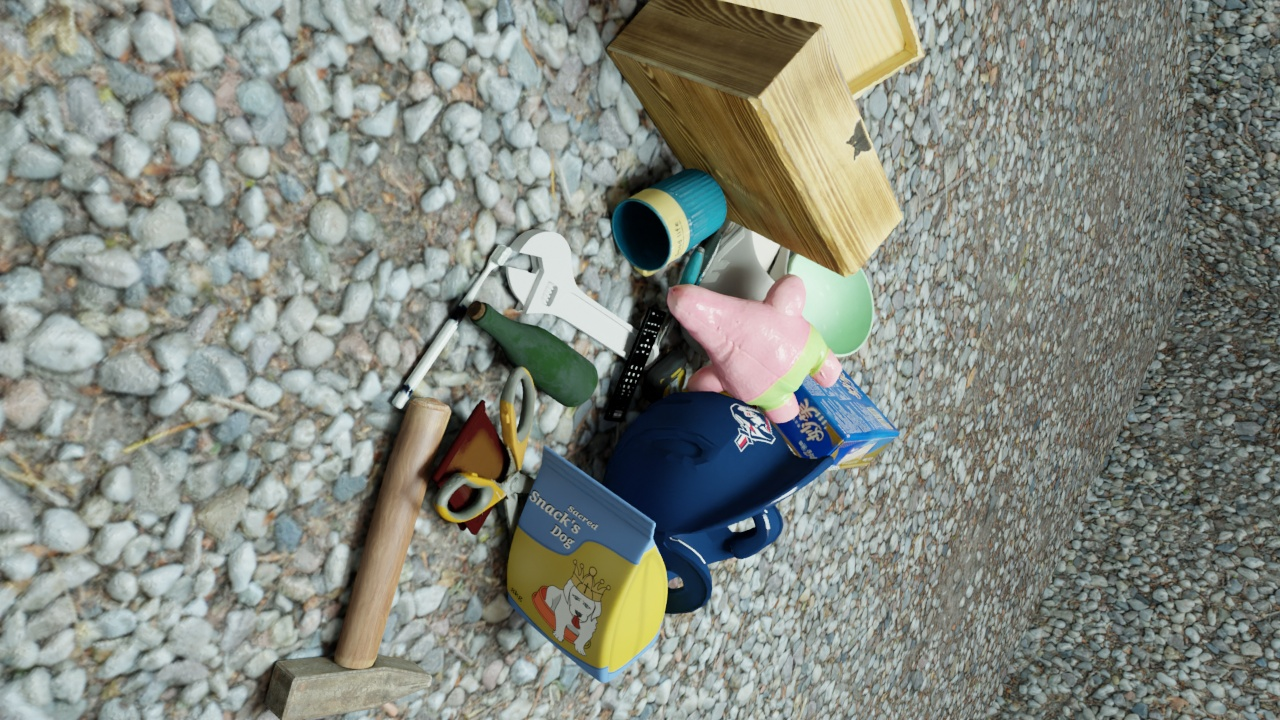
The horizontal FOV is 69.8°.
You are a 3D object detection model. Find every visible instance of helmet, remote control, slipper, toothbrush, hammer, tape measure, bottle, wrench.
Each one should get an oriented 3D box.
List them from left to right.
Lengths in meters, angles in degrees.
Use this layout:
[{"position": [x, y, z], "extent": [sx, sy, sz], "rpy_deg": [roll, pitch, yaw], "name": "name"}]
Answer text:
[{"position": [-0.232, 0.180, 0.858], "extent": [0.157, 0.037, 0.301], "rpy_deg": [14, 93, -50], "name": "hammer"}, {"position": [-0.175, -0.034, 0.860], "extent": [0.012, 0.017, 0.186], "rpy_deg": [42, 71, -33], "name": "toothbrush"}, {"position": [-0.110, -0.011, 0.913], "extent": [0.174, 0.055, 0.055], "rpy_deg": [40, 73, -48], "name": "bottle"}, {"position": [-0.052, -0.058, 0.996], "extent": [0.273, 0.018, 0.086], "rpy_deg": [31, 80, -51], "name": "wrench"}, {"position": [-0.006, 0.006, 1.057], "extent": [0.030, 0.009, 0.140], "rpy_deg": [12, 103, -52], "name": "remote control"}, {"position": [0.030, 0.026, 1.098], "extent": [0.061, 0.034, 0.061], "rpy_deg": [-40, 147, -36], "name": "tape measure"}, {"position": [0.083, 0.140, 1.034], "extent": [0.231, 0.273, 0.223], "rpy_deg": [-18, 92, -59], "name": "helmet"}, {"position": [0.141, -0.127, 1.127], "extent": [0.113, 0.081, 0.265], "rpy_deg": [35, 76, -34], "name": "slipper"}]

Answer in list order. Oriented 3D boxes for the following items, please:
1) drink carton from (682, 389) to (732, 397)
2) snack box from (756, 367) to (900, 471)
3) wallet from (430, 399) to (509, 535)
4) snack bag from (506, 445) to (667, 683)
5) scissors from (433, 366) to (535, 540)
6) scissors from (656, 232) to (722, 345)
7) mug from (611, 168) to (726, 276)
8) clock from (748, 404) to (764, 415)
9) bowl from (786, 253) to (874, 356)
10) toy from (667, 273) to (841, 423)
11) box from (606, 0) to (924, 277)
[{"position": [0.086, 0.098, 1.178], "extent": [0.040, 0.059, 0.123], "rpy_deg": [-19, 117, -44], "name": "drink carton"}, {"position": [0.219, 0.045, 1.198], "extent": [0.154, 0.202, 0.069], "rpy_deg": [1, 134, -50], "name": "snack box"}, {"position": [-0.160, 0.106, 0.892], "extent": [0.116, 0.018, 0.091], "rpy_deg": [79, 34, -53], "name": "wallet"}, {"position": [-0.053, 0.205, 0.951], "extent": [0.102, 0.159, 0.206], "rpy_deg": [-28, 136, -41], "name": "snack bag"}, {"position": [-0.140, 0.119, 0.910], "extent": [0.215, 0.016, 0.226], "rpy_deg": [-46, 146, -50], "name": "scissors"}, {"position": [0.055, -0.087, 1.059], "extent": [0.154, 0.019, 0.124], "rpy_deg": [-60, 172, -6], "name": "scissors"}, {"position": [0.029, -0.147, 1.017], "extent": [0.107, 0.083, 0.114], "rpy_deg": [-38, 158, -38], "name": "mug"}, {"position": [0.150, 0.081, 1.247], "extent": [0.137, 0.048, 0.096], "rpy_deg": [-2, 105, -56], "name": "clock"}, {"position": [0.225, -0.073, 1.195], "extent": [0.150, 0.077, 0.150], "rpy_deg": [8, 75, -32], "name": "bowl"}, {"position": [0.120, -0.021, 1.061], "extent": [0.236, 0.096, 0.192], "rpy_deg": [33, 113, -27], "name": "toy"}, {"position": [0.175, -0.329, 0.987], "extent": [0.323, 0.284, 0.279], "rpy_deg": [-51, 137, -5], "name": "box"}]
